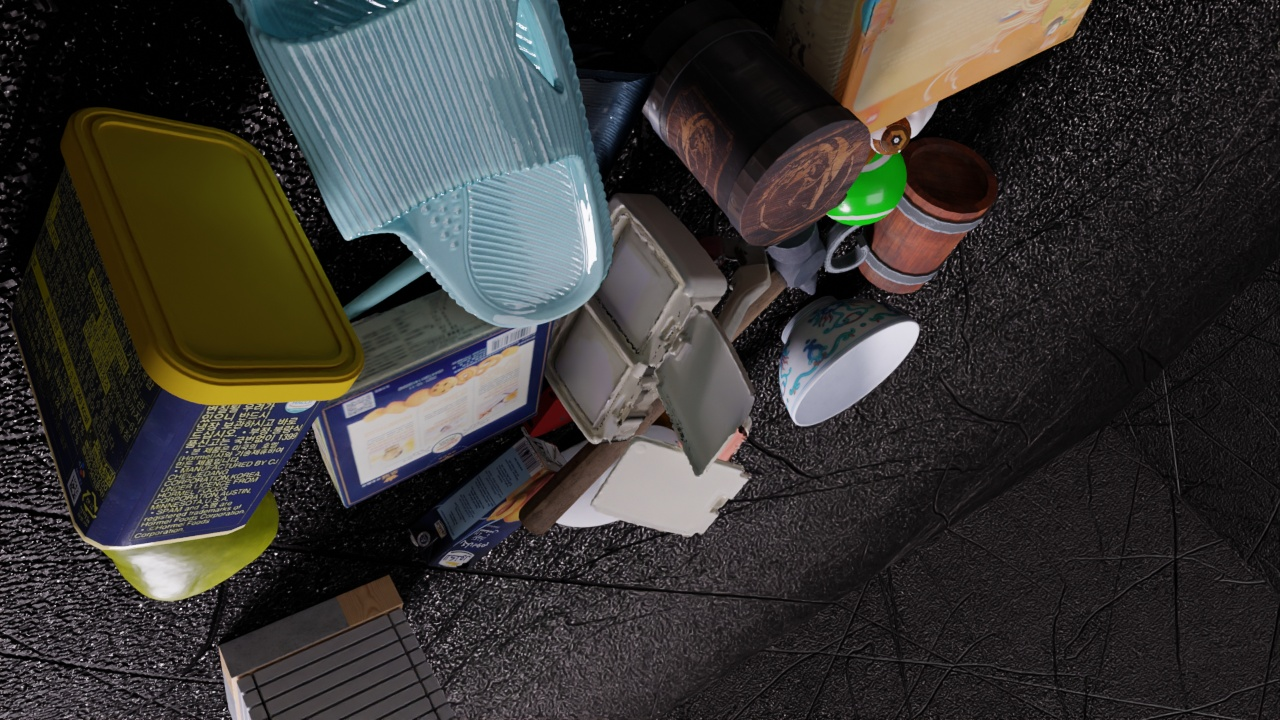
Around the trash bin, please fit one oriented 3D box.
[{"bbox_3d":[-0.230,0.340,0.761,0.142,0.247,0.143,-19,150,-32],"label":"trash bin"}]

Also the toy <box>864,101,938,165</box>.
[{"bbox_3d":[0.145,-0.160,0.569,0.112,0.087,0.067,-43,127,-5],"label":"toy"}]

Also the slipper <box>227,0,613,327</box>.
[{"bbox_3d":[-0.072,-0.088,0.382,0.116,0.069,0.276,-24,144,-1],"label":"slipper"}]

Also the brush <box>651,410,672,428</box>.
[{"bbox_3d":[0.008,0.077,0.872,0.048,0.017,0.126,-29,154,-14],"label":"brush"}]

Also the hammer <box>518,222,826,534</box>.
[{"bbox_3d":[0.024,0.018,0.723,0.322,0.040,0.129,-45,159,0],"label":"hammer"}]

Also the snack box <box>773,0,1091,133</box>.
[{"bbox_3d":[0.165,-0.220,0.485,0.195,0.080,0.145,-28,153,-18],"label":"snack box"}]

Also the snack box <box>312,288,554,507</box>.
[{"bbox_3d":[-0.127,0.016,0.554,0.144,0.042,0.145,-26,159,-24],"label":"snack box"}]

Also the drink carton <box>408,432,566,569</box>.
[{"bbox_3d":[-0.122,0.119,0.759,0.130,0.040,0.064,-40,154,8],"label":"drink carton"}]

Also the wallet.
[{"bbox_3d":[-0.053,-0.115,0.457,0.114,0.026,0.089,-10,144,-39],"label":"wallet"}]

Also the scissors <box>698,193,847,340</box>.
[{"bbox_3d":[0.050,-0.049,0.616,0.199,0.179,0.015,-15,143,18],"label":"scissors"}]

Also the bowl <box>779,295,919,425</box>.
[{"bbox_3d":[0.181,-0.013,0.868,0.143,0.074,0.144,-28,154,-16],"label":"bowl"}]

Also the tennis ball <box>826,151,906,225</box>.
[{"bbox_3d":[0.154,-0.128,0.647,0.065,0.065,0.065,-28,154,-16],"label":"tennis ball"}]

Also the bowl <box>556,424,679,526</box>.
[{"bbox_3d":[-0.027,0.116,0.837,0.149,0.043,0.150,-18,152,-10],"label":"bowl"}]

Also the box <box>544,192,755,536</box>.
[{"bbox_3d":[-0.004,0.003,0.547,0.080,0.180,0.144,-4,135,-41],"label":"box"}]

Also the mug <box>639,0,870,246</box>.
[{"bbox_3d":[0.054,-0.116,0.494,0.080,0.107,0.116,-29,154,-15],"label":"mug"}]

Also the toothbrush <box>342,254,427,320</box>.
[{"bbox_3d":[-0.149,-0.030,0.498,0.180,0.016,0.016,-36,153,1],"label":"toothbrush"}]

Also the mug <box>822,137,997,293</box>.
[{"bbox_3d":[0.210,-0.111,0.746,0.117,0.081,0.111,-7,150,-15],"label":"mug"}]

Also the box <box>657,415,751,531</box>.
[{"bbox_3d":[0.050,0.099,0.911,0.056,0.067,0.188,20,132,-15],"label":"box"}]

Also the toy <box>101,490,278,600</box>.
[{"bbox_3d":[-0.264,0.095,0.530,0.090,0.051,0.110,-33,152,-11],"label":"toy"}]

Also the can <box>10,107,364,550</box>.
[{"bbox_3d":[-0.182,-0.010,0.356,0.075,0.135,0.105,-1,140,-51],"label":"can"}]

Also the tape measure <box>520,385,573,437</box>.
[{"bbox_3d":[-0.061,0.034,0.714,0.051,0.019,0.059,-14,154,-42],"label":"tape measure"}]
